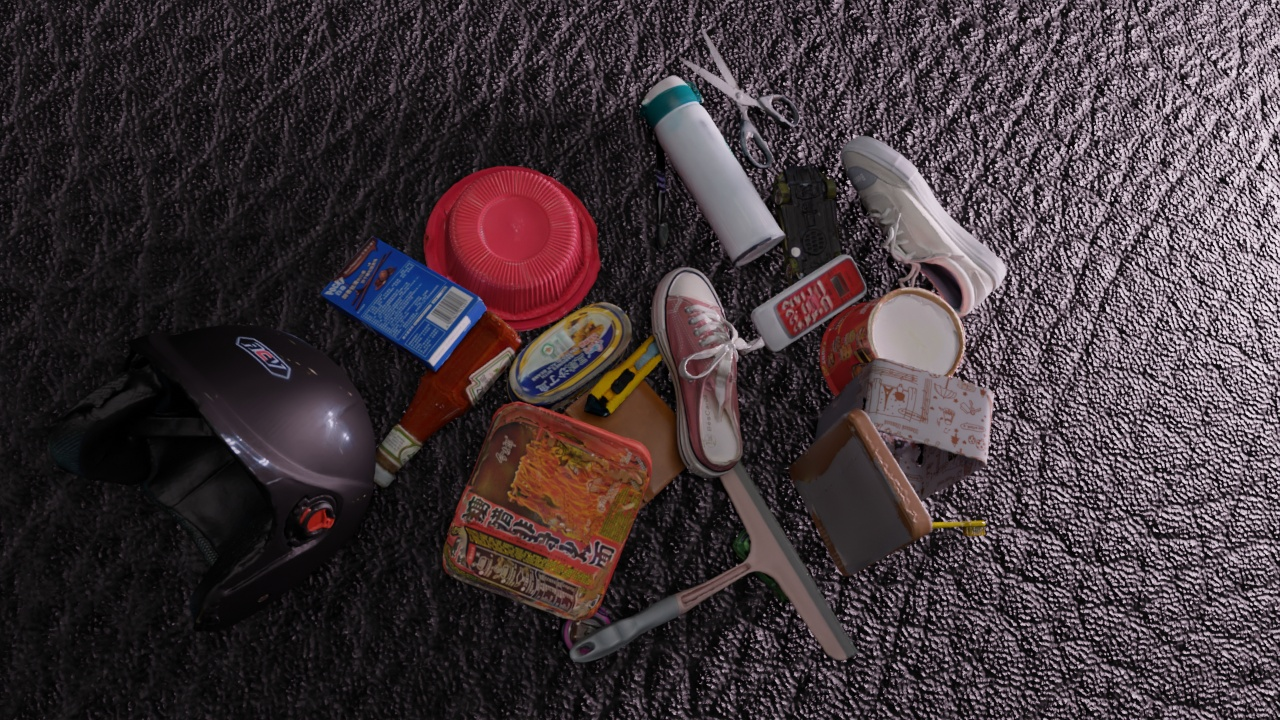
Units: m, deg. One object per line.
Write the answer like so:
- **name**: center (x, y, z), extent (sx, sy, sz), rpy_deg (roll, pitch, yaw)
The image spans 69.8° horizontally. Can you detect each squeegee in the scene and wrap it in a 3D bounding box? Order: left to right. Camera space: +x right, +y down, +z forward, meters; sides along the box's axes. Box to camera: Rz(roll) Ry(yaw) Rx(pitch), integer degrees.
- **squeegee**: center (0.041, 0.236, 0.906), extent (0.249, 0.040, 0.247), rpy_deg (-23, 68, -18)

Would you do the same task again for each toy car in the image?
- **toy car**: center (0.139, 0.213, 0.963), extent (0.091, 0.036, 0.043), rpy_deg (46, 72, 0)
- **toy car**: center (0.192, -0.147, 1.055), extent (0.070, 0.042, 0.158), rpy_deg (-6, 88, -12)

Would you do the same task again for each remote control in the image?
- **remote control**: center (0.190, -0.064, 1.030), extent (0.136, 0.020, 0.056), rpy_deg (-32, 107, -7)

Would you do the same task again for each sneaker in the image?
- **sneaker**: center (0.073, -0.001, 0.955), extent (0.118, 0.088, 0.240), rpy_deg (7, 61, -26)
- **sneaker**: center (0.305, -0.147, 1.057), extent (0.242, 0.089, 0.090), rpy_deg (45, 78, -3)

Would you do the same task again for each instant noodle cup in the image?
- **instant noodle cup**: center (-0.136, -0.132, 0.988), extent (0.193, 0.066, 0.193), rpy_deg (2, 75, -10)
- **instant noodle cup**: center (-0.090, 0.142, 0.904), extent (0.164, 0.079, 0.189), rpy_deg (22, 94, -4)
- **instant noodle cup**: center (0.279, -0.015, 1.003), extent (0.138, 0.109, 0.137), rpy_deg (2, 75, -9)

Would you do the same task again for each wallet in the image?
- **wallet**: center (-0.015, 0.082, 0.969), extent (0.119, 0.035, 0.130), rpy_deg (-40, 84, -17)

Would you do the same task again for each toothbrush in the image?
- **toothbrush**: center (0.024, -0.215, 1.060), extent (0.014, 0.017, 0.188), rpy_deg (3, 74, -15)
- **toothbrush**: center (0.288, 0.186, 1.003), extent (0.190, 0.016, 0.016), rpy_deg (0, 83, -9)

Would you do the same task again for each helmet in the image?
- **helmet**: center (-0.346, 0.081, 0.800), extent (0.233, 0.276, 0.229), rpy_deg (40, 45, 15)

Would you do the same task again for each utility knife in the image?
- **utility knife**: center (-0.006, 0.006, 0.976), extent (0.033, 0.015, 0.164), rpy_deg (43, 54, 0)

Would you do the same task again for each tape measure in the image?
- **tape measure**: center (-0.054, 0.272, 0.913), extent (0.058, 0.039, 0.057), rpy_deg (12, 74, -6)

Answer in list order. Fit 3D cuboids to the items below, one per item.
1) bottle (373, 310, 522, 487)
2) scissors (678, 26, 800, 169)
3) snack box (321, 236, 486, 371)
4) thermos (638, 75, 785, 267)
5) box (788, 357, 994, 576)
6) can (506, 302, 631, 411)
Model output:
- **bottle**: center (-0.205, 0.040, 0.938), extent (0.060, 0.060, 0.205), rpy_deg (39, 78, 2)
- **scissors**: center (0.119, -0.302, 1.066), extent (0.159, 0.014, 0.175), rpy_deg (-11, 97, -29)
- **snack box**: center (-0.244, -0.061, 0.945), extent (0.157, 0.026, 0.084), rpy_deg (30, 72, 22)
- **thermos**: center (0.079, -0.218, 1.040), extent (0.073, 0.073, 0.224), rpy_deg (-29, 84, -15)
- **box**: center (0.240, 0.118, 0.915), extent (0.153, 0.183, 0.180), rpy_deg (14, 67, -3)
- **can**: center (-0.075, -0.003, 0.973), extent (0.148, 0.049, 0.074), rpy_deg (-36, 85, -16)
